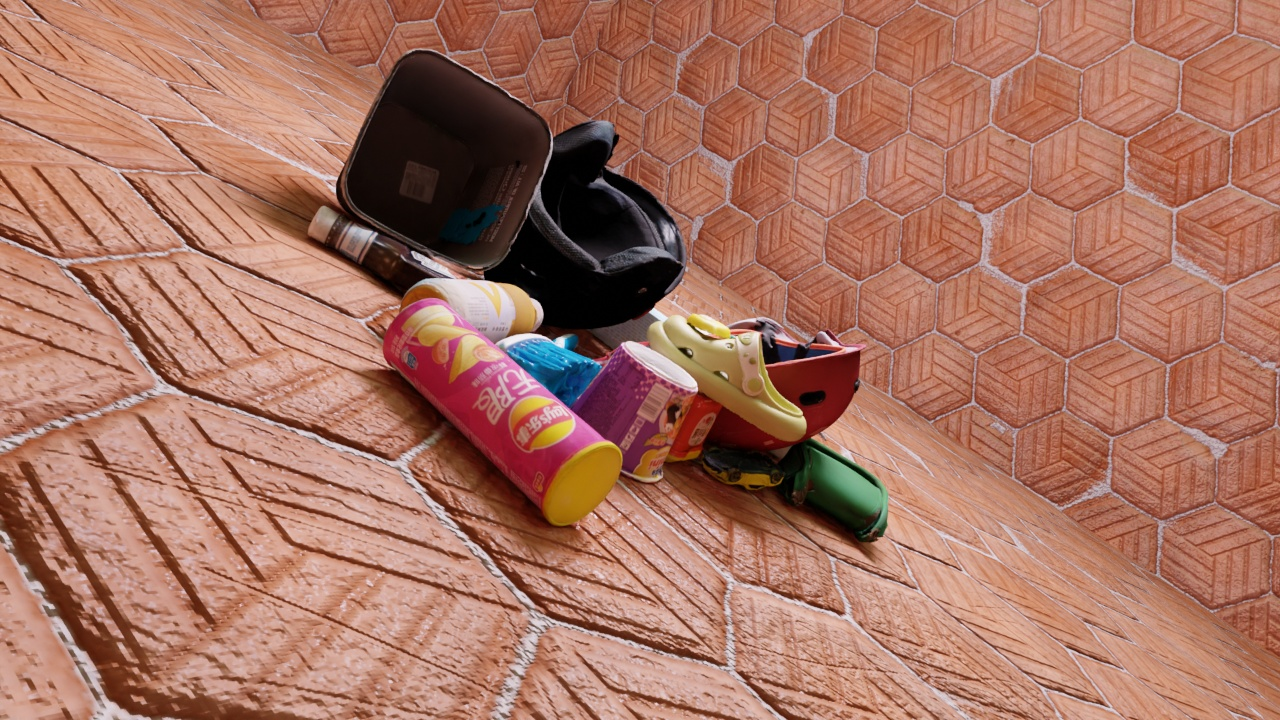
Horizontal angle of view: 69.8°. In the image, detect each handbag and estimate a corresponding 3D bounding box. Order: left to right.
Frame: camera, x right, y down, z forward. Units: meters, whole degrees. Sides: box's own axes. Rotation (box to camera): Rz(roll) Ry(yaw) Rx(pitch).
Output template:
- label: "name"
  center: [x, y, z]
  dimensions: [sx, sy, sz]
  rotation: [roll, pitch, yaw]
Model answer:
- label: "handbag"
  center: [0.224, 0.156, 1.083]
  dimensions: [0.131, 0.068, 0.120]
  rotation: [32, 19, -4]

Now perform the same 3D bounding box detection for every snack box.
- label: "snack box"
  center: [-0.031, -0.060, 1.300]
  dimensions: [0.175, 0.074, 0.051]
  rotation: [37, 13, 24]
- label: "snack box"
  center: [0.037, 0.056, 0.964]
  dimensions: [0.082, 0.080, 0.091]
  rotation: [35, 12, 20]

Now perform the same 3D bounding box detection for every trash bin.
- label: "trash bin"
  center: [-0.247, -0.222, 1.075]
  dimensions: [0.198, 0.199, 0.220]
  rotation: [26, -6, -26]

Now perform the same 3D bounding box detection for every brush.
- label: "brush"
  center: [-0.083, 0.002, 0.968]
  dimensions: [0.109, 0.060, 0.314]
  rotation: [31, 8, 14]

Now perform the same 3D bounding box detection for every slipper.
- label: "slipper"
  center: [0.098, 0.005, 0.931]
  dimensions: [0.190, 0.082, 0.091]
  rotation: [35, 9, 3]

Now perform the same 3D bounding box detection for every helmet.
- label: "helmet"
  center: [-0.068, -0.154, 1.182]
  dimensions: [0.274, 0.231, 0.233]
  rotation: [1, 61, -54]
- label: "helmet"
  center: [0.148, 0.038, 1.080]
  dimensions: [0.206, 0.144, 0.240]
  rotation: [-14, 17, -41]

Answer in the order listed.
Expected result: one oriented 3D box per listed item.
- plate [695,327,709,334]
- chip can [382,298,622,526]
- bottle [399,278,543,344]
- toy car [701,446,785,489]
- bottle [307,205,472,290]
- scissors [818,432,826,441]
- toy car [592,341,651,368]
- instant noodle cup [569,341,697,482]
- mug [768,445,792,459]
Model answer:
- label: "plate"
  center: [0.113, 0.006, 1.348]
  dimensions: [0.163, 0.034, 0.164]
  rotation: [54, 7, -12]
- label: "chip can"
  center: [-0.109, 0.033, 0.696]
  dimensions: [0.210, 0.071, 0.071]
  rotation: [38, 13, 30]
- label: "bottle"
  center: [-0.155, -0.044, 0.891]
  dimensions: [0.068, 0.068, 0.189]
  rotation: [35, 15, 17]
- label: "toy car"
  center: [0.110, 0.121, 1.006]
  dimensions: [0.105, 0.032, 0.048]
  rotation: [9, 23, -35]
- label: "bottle"
  center: [-0.253, -0.101, 0.972]
  dimensions: [0.195, 0.044, 0.080]
  rotation: [28, 8, -13]
- label: "scissors"
  center: [0.204, 0.053, 1.319]
  dimensions: [0.012, 0.163, 0.175]
  rotation: [-23, 76, -35]
- label: "toy car"
  center: [-0.006, 0.006, 1.029]
  dimensions: [0.121, 0.045, 0.053]
  rotation: [-11, -22, 37]
- label: "instant noodle cup"
  center: [-0.005, 0.043, 0.864]
  dimensions: [0.111, 0.099, 0.111]
  rotation: [30, 10, -6]
- label: "mug"
  center: [0.177, 0.057, 1.232]
  dimensions: [0.103, 0.123, 0.084]
  rotation: [33, -15, -1]
